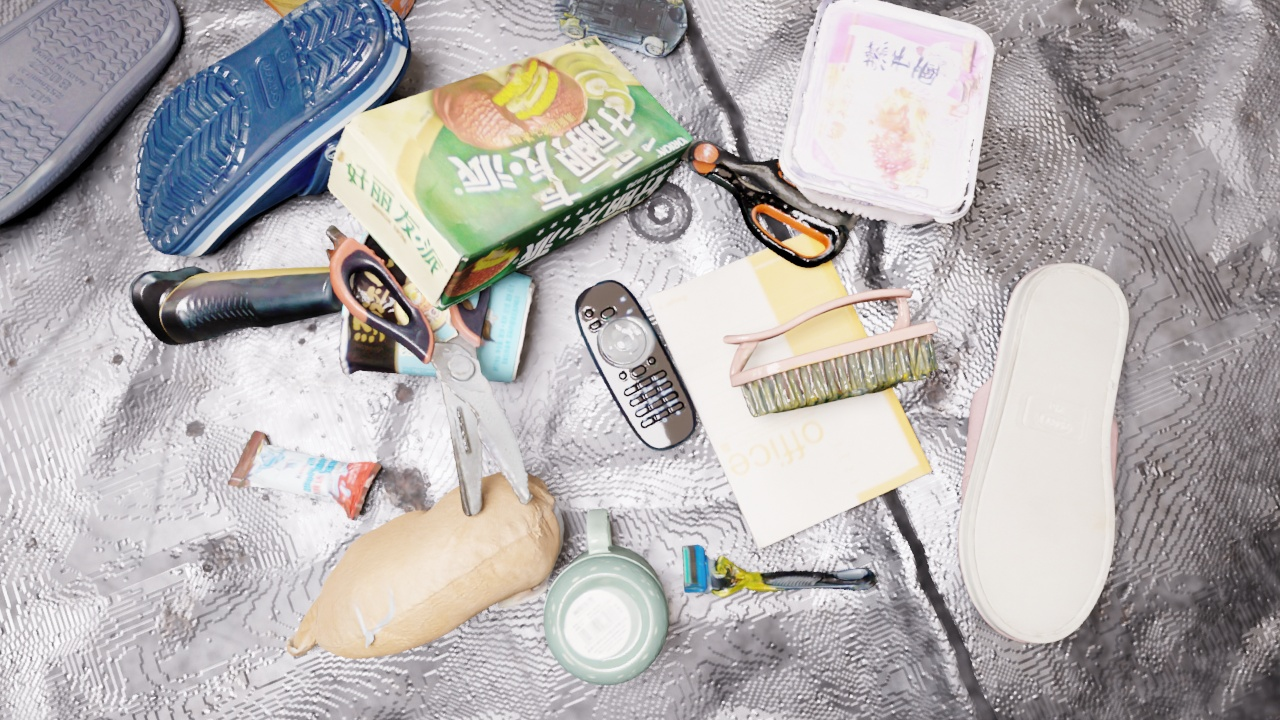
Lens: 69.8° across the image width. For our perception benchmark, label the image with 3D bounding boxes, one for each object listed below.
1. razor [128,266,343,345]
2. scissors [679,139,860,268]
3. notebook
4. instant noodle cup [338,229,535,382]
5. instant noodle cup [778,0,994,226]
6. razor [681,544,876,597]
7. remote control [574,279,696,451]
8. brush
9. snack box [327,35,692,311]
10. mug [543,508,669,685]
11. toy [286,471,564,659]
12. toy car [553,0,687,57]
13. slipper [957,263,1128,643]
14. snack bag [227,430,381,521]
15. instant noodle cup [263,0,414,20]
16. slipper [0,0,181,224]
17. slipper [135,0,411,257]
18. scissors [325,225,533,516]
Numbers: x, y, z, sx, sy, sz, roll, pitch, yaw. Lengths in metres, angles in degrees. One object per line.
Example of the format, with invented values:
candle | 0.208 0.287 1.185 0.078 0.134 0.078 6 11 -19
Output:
razor | -0.283 -0.047 0.663 0.168 0.062 0.067 -5 41 14
scissors | 0.055 -0.140 0.704 0.235 0.022 0.125 12 72 1
notebook | 0.111 0.018 0.692 0.146 0.010 0.206 -23 82 -5
instant noodle cup | -0.140 -0.034 0.656 0.120 0.111 0.111 10 82 -6
instant noodle cup | 0.178 -0.177 0.682 0.138 0.060 0.173 15 67 2
razor | 0.101 0.158 0.668 0.142 0.022 0.042 3 38 -3
remote control | -0.004 0.004 0.687 0.053 0.024 0.136 -27 82 -2
brush | 0.134 -0.005 0.659 0.145 0.063 0.073 -14 86 -2
snack box | -0.079 -0.137 0.626 0.114 0.063 0.239 48 48 6
mug | -0.024 0.157 0.624 0.082 0.106 0.111 -6 81 0
toy | -0.157 0.146 0.609 0.226 0.143 0.082 -25 94 7
toy car | -0.015 -0.270 0.722 0.105 0.031 0.049 14 83 3
slipper | 0.290 0.064 0.665 0.114 0.054 0.274 9 85 1
snack bag | -0.247 0.084 0.674 0.104 0.026 0.048 17 70 2
instant noodle cup | -0.237 -0.316 0.687 0.151 0.111 0.151 0 82 0
slipper | -0.453 -0.182 0.692 0.110 0.083 0.267 36 66 -6
slipper | -0.265 -0.171 0.674 0.253 0.095 0.105 -34 69 17
scissors | -0.130 -0.010 0.586 0.214 0.015 0.196 29 60 -8
